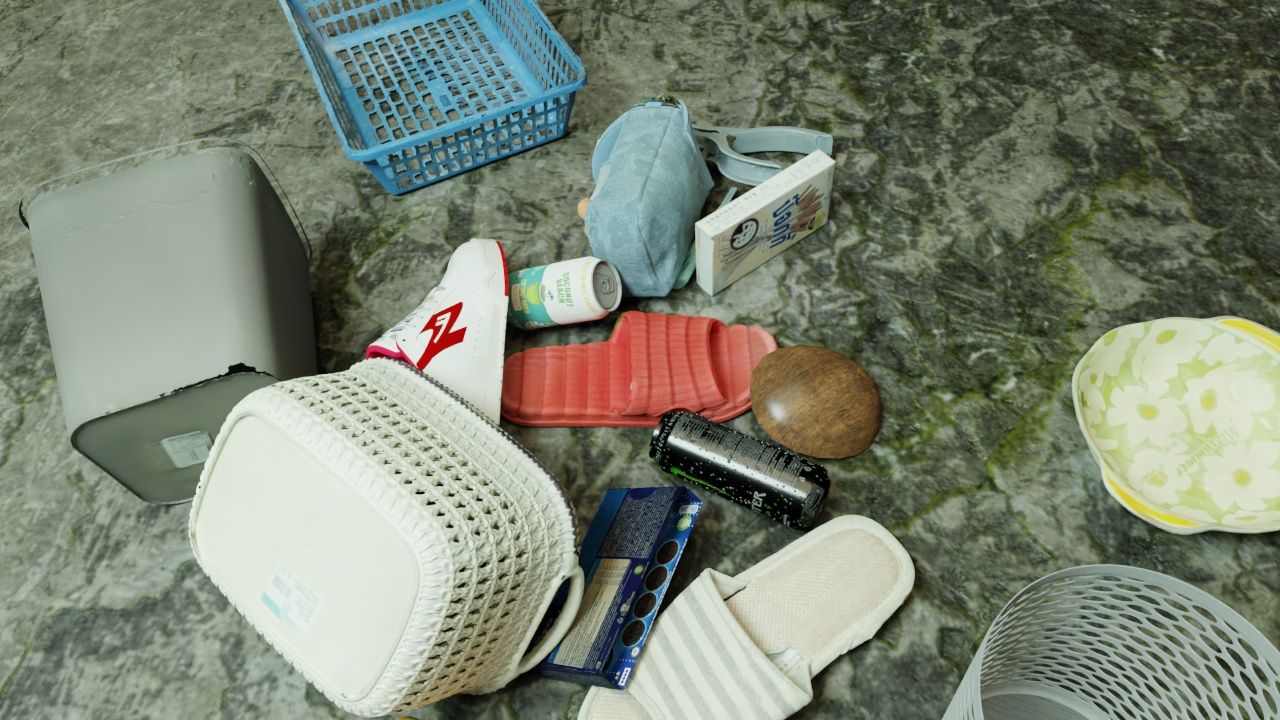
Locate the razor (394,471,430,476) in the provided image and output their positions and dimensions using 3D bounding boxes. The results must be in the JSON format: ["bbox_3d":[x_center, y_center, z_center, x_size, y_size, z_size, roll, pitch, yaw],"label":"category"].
[{"bbox_3d":[-0.217,0.117,0.732,0.042,0.026,0.105,27,64,20],"label":"razor"}]

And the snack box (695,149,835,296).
[{"bbox_3d":[0.116,-0.127,0.850,0.149,0.082,0.026,-33,58,-19],"label":"snack box"}]

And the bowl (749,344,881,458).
[{"bbox_3d":[0.147,0.027,0.746,0.114,0.026,0.101,9,61,-8],"label":"bowl"}]

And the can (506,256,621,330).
[{"bbox_3d":[-0.071,-0.059,0.809,0.102,0.055,0.054,-6,48,32],"label":"can"}]

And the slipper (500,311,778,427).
[{"bbox_3d":[-0.005,0.005,0.776,0.249,0.059,0.103,-7,53,1],"label":"slipper"}]

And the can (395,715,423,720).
[{"bbox_3d":[-0.099,0.276,0.566,0.142,0.079,0.078,10,55,12],"label":"can"}]

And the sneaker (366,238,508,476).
[{"bbox_3d":[-0.172,-0.015,0.769,0.104,0.091,0.236,9,56,-17],"label":"sneaker"}]

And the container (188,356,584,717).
[{"bbox_3d":[-0.174,0.114,0.609,0.252,0.143,0.185,33,106,23],"label":"container"}]

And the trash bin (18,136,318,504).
[{"bbox_3d":[-0.368,-0.024,0.754,0.197,0.198,0.220,-18,61,-8],"label":"trash bin"}]

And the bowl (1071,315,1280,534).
[{"bbox_3d":[0.422,0.057,0.701,0.188,0.060,0.218,36,64,26],"label":"bowl"}]

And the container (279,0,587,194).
[{"bbox_3d":[-0.237,-0.339,1.032,0.257,0.089,0.362,-22,55,-12],"label":"container"}]

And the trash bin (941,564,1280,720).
[{"bbox_3d":[0.248,0.224,0.511,0.156,0.184,0.156,-2,53,3],"label":"trash bin"}]

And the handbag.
[{"bbox_3d":[-0.002,-0.151,0.863,0.119,0.122,0.191,1,53,26],"label":"handbag"}]

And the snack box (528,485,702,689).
[{"bbox_3d":[-0.019,0.158,0.657,0.082,0.027,0.149,-10,41,45],"label":"snack box"}]

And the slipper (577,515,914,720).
[{"bbox_3d":[0.077,0.195,0.633,0.272,0.054,0.114,-32,53,-19],"label":"slipper"}]

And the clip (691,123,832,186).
[{"bbox_3d":[0.129,-0.222,0.944,0.164,0.031,0.173,-18,36,-29],"label":"clip"}]

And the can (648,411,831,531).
[{"bbox_3d":[0.076,0.083,0.712,0.138,0.054,0.053,22,58,20],"label":"can"}]

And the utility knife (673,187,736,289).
[{"bbox_3d":[0.065,-0.121,0.892,0.022,0.015,0.147,-4,44,43],"label":"utility knife"}]
